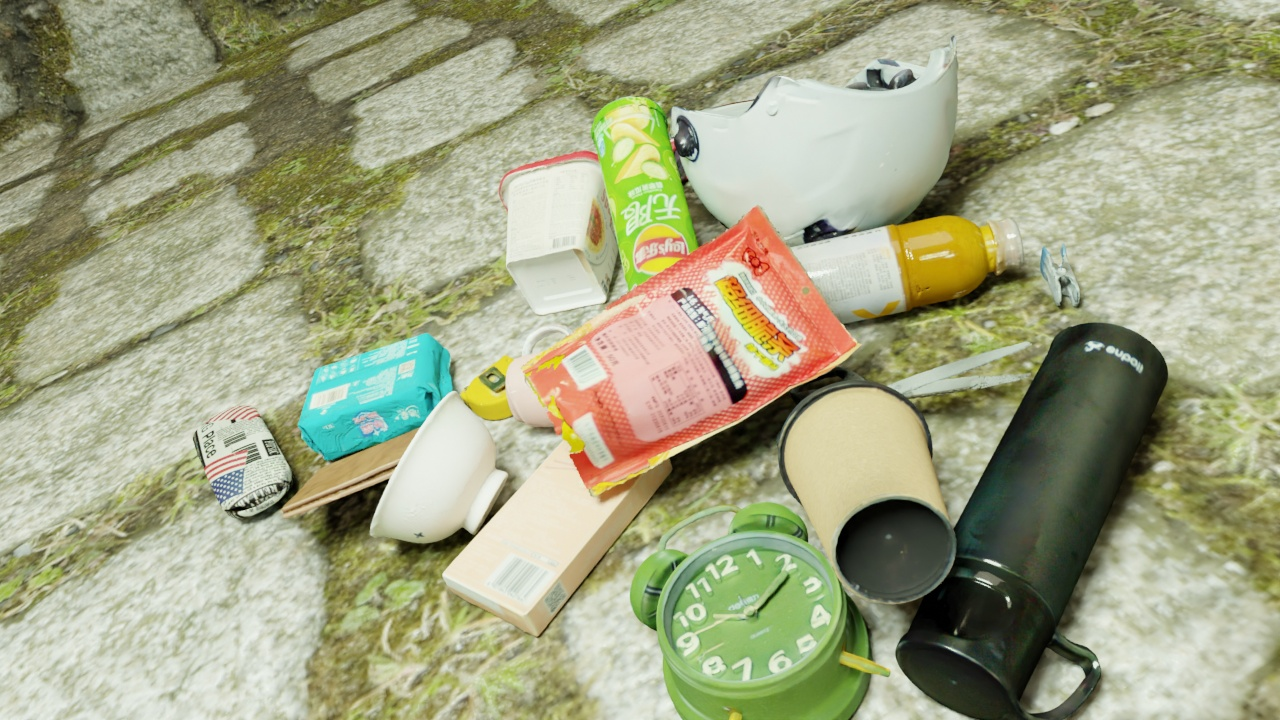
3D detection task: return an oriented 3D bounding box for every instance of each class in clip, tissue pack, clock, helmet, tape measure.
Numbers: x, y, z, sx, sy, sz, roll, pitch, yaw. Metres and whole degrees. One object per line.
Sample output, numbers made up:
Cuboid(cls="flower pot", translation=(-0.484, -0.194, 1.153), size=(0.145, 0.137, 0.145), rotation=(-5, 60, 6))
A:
Cuboid(cls="clip", translation=(0.309, -0.061, 0.677), size=(0.038, 0.026, 0.058), rotation=(-5, 42, 10))
Cuboid(cls="tissue pack", translation=(-0.229, 0.031, 0.807), size=(0.133, 0.050, 0.093), rotation=(-18, 34, 4))
Cuboid(cls="clock", translation=(0.058, 0.141, 0.516), size=(0.116, 0.056, 0.161), rotation=(-25, 36, -6))
Cuboid(cls="helmet", translation=(0.149, -0.170, 0.786), size=(0.228, 0.146, 0.259), rotation=(-20, 14, -28))
Cuboid(cls="tape measure", translation=(-0.120, 0.022, 0.781), size=(0.059, 0.029, 0.057), rotation=(-40, 41, -24))

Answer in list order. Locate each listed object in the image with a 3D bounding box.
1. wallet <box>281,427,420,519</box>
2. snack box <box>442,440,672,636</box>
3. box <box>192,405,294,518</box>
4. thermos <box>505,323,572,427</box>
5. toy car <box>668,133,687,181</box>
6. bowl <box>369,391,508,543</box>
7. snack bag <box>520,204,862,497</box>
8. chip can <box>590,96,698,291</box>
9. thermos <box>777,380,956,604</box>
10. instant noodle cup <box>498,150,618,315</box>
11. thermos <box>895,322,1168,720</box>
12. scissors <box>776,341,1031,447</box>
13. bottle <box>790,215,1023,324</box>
Cuboid(cls="wallet", translation=(-0.217, 0.087, 0.718), size=(0.101, 0.020, 0.115), rotation=(-23, 7, -2))
Cuboid(cls="snack box", translation=(-0.055, 0.110, 0.637), size=(0.085, 0.026, 0.156), rotation=(13, 48, 39))
Cuboid(cls="box", translation=(-0.351, 0.088, 0.810), size=(0.068, 0.051, 0.164), rotation=(-42, 38, -10))
Cuboid(cls="thermos", translation=(-0.004, 0.004, 0.707), size=(0.199, 0.067, 0.087), rotation=(-7, 65, 19))
Cuboid(cls="toy car", translation=(0.014, -0.202, 0.984), size=(0.120, 0.053, 0.045), rotation=(-28, 38, -4))
Cuboid(cls="bowl", translation=(-0.135, 0.088, 0.661), size=(0.065, 0.119, 0.118), rotation=(28, 47, 0))
Cuboid(cls="snack bag", translation=(0.030, -0.004, 0.626), size=(0.208, 0.073, 0.128), rotation=(-31, 72, -2))
Cuboid(cls="chip can", translation=(0.008, -0.129, 0.800), size=(0.072, 0.072, 0.221), rotation=(-16, 64, 7))
Cuboid(cls="thermos", translation=(0.128, 0.071, 0.513), size=(0.093, 0.093, 0.143), rotation=(-16, 16, 8))
Cuboid(cls="instant noodle cup", translation=(-0.074, -0.118, 0.878), size=(0.117, 0.116, 0.124), rotation=(-10, 49, 16))
Cuboid(cls="thermos", translation=(0.229, 0.086, 0.504), size=(0.090, 0.069, 0.241), rotation=(33, 59, 13))
Cuboid(cls="scissors", translation=(0.166, 0.025, 0.614), size=(0.163, 0.014, 0.165), rotation=(-41, 28, -10))
Cuboid(cls="bottle", translation=(0.193, -0.070, 0.708), size=(0.190, 0.068, 0.067), rotation=(-12, 37, 13))
